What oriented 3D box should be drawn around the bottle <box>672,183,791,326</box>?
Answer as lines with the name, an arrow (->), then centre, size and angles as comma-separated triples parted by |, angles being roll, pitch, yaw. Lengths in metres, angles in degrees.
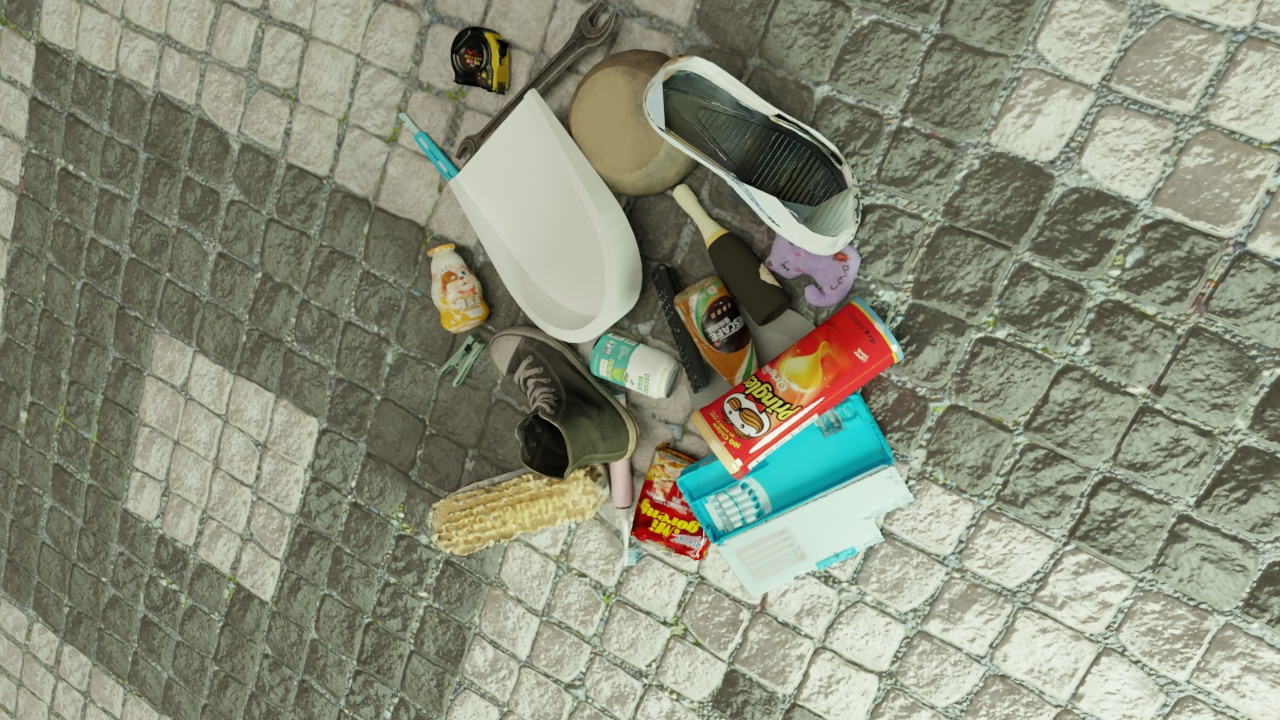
bottle -> 0.094, -0.122, 1.014 | 0.045, 0.045, 0.184 | -42, 74, 24

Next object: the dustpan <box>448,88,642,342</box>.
dustpan -> -0.110, -0.144, 1.055 | 0.192, 0.053, 0.258 | -33, 96, 44

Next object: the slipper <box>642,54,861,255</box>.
slipper -> 0.120, -0.214, 0.962 | 0.264, 0.063, 0.111 | 35, 88, -4

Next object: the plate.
plate -> 0.138, 0.023, 1.044 | 0.179, 0.012, 0.178 | 5, 102, 22

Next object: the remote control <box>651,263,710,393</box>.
remote control -> 0.048, -0.037, 1.047 | 0.022, 0.047, 0.150 | -18, 84, -11

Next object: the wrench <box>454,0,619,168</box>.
wrench -> -0.127, -0.317, 1.073 | 0.274, 0.010, 0.070 | -36, 49, 26

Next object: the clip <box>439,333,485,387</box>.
clip -> -0.231, -0.001, 1.193 | 0.037, 0.023, 0.075 | 44, 112, 11

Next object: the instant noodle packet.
instant noodle packet -> 0.047, 0.169, 1.100 | 0.098, 0.039, 0.135 | 19, 107, 12

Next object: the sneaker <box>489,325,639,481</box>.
sneaker -> -0.121, 0.047, 1.089 | 0.235, 0.119, 0.095 | 46, 125, 21

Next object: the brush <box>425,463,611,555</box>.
brush -> -0.159, 0.186, 1.180 | 0.272, 0.056, 0.083 | -18, 94, 26

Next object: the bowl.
bowl -> -0.010, -0.263, 1.018 | 0.162, 0.070, 0.162 | 5, 102, 22

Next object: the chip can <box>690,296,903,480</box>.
chip can -> 0.161, 0.029, 0.958 | 0.213, 0.087, 0.087 | -37, 85, 3

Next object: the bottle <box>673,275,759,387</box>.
bottle -> 0.100, -0.010, 1.015 | 0.059, 0.059, 0.167 | -27, 98, 25

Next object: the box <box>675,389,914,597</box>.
box -> 0.180, 0.157, 1.027 | 0.227, 0.039, 0.181 | -28, 100, 17

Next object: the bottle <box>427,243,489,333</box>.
bottle -> -0.233, -0.091, 1.153 | 0.063, 0.063, 0.109 | -19, 93, 25

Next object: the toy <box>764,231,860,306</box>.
toy -> 0.182, -0.103, 0.987 | 0.100, 0.036, 0.080 | 23, 115, 16

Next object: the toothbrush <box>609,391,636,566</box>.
toothbrush -> -0.023, 0.148, 1.132 | 0.026, 0.027, 0.223 | -2, 100, 13

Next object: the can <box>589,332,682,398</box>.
can -> -0.006, 0.006, 1.079 | 0.102, 0.054, 0.055 | 21, 108, 18

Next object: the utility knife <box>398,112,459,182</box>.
utility knife -> -0.262, -0.261, 1.158 | 0.141, 0.015, 0.022 | 48, 111, 11

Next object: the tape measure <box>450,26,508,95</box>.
tape measure -> -0.190, -0.359, 1.093 | 0.071, 0.042, 0.072 | 18, 112, 24
